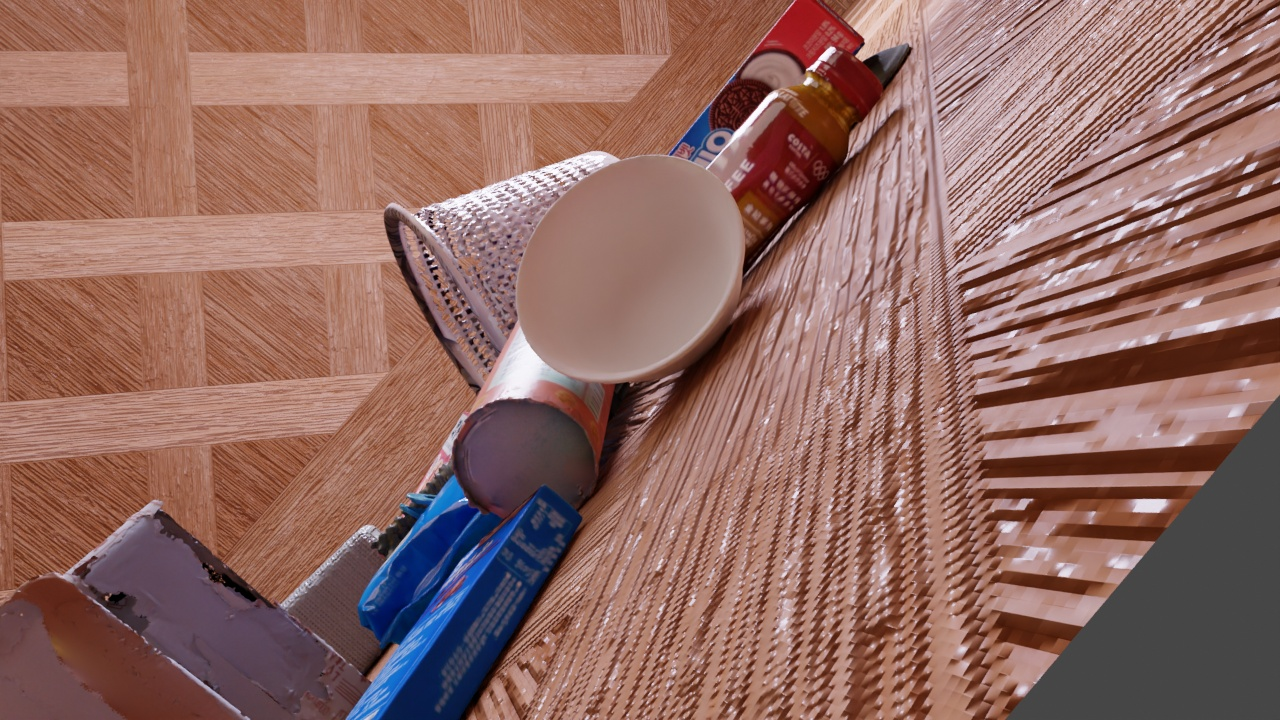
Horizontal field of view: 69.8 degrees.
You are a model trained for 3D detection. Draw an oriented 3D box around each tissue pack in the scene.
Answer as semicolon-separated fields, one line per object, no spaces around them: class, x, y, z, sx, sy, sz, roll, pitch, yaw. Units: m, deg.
tissue pack;-0.110;0.113;0.519;0.094;0.052;0.157;-53;6;-13

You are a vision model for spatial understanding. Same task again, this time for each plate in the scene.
plate;0.125;-0.167;0.677;0.179;0.024;0.179;-49;6;7

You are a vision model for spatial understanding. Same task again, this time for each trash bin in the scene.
trash bin;-0.081;-0.074;0.797;0.191;0.227;0.228;-32;0;-18

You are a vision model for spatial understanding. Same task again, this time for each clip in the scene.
clip;-0.133;0.097;0.592;0.049;0.015;0.057;-60;-36;-3

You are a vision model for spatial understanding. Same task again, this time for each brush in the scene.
brush;-0.131;0.109;0.698;0.145;0.063;0.069;-50;-24;-6

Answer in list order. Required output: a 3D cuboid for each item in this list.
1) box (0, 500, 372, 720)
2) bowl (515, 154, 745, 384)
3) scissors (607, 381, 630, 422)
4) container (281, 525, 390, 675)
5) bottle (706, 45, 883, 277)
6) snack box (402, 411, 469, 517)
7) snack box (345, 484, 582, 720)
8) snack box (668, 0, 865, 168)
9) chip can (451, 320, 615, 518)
box;-0.266;0.209;0.477;0.192;0.183;0.157;-50;4;-39
bowl;0.005;-0.034;0.455;0.118;0.118;0.064;-50;-34;0
scissors;0.003;-0.003;0.620;0.159;0.014;0.171;-51;4;-26
container;-0.240;0.204;0.763;0.114;0.090;0.090;-48;5;-13
bottle;0.061;-0.094;0.512;0.175;0.057;0.057;-49;6;10
snack box;-0.155;0.105;0.788;0.113;0.044;0.127;-60;15;-9
snack box;-0.084;0.124;0.363;0.085;0.026;0.156;-44;8;42
snack box;0.073;-0.168;0.677;0.208;0.058;0.057;-47;2;27
chip can;-0.047;0.007;0.518;0.071;0.071;0.214;-48;12;19
